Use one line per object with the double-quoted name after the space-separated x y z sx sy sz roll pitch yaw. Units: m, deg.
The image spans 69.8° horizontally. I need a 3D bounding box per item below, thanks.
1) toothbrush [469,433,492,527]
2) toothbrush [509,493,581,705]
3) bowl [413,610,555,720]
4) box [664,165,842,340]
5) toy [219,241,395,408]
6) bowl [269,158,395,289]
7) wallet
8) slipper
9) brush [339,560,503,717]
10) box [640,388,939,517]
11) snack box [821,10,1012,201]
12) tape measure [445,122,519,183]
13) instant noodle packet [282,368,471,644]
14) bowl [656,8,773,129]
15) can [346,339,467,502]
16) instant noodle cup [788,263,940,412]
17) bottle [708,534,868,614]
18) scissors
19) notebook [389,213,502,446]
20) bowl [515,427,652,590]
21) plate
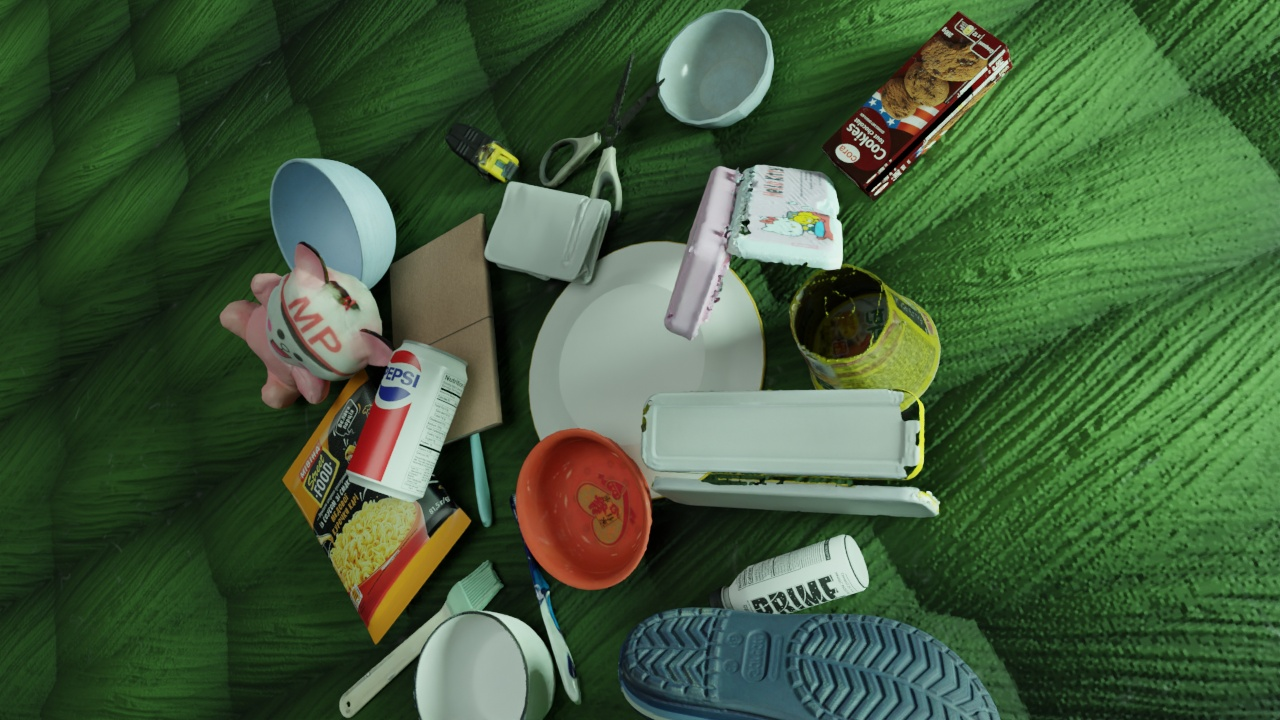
-0.157 0.068 0.856 0.017 0.016 0.180 -24 66 23 "toothbrush"
-0.079 0.197 0.779 0.017 0.016 0.189 -26 65 10 "toothbrush"
-0.121 0.264 0.755 0.116 0.065 0.116 -8 74 27 "bowl"
0.088 -0.085 0.682 0.103 0.201 0.101 17 118 0 "box"
-0.330 -0.031 0.909 0.214 0.084 0.142 -22 97 46 "toy"
-0.304 -0.139 0.944 0.151 0.074 0.151 19 123 32 "bowl"
-0.084 -0.116 0.845 0.116 0.032 0.086 20 89 31 "wallet"
0.109 0.233 0.624 0.253 0.104 0.095 7 122 17 "slipper"
-0.205 0.259 0.836 0.218 0.012 0.033 -43 61 15 "brush"
0.107 0.068 0.671 0.211 0.080 0.084 -2 77 28 "box"
0.212 -0.195 0.709 0.141 0.031 0.051 -44 60 12 "snack box"
-0.153 -0.200 0.896 0.067 0.062 0.038 35 95 31 "tape measure"
-0.263 0.134 0.885 0.160 0.032 0.221 -52 59 15 "instant noodle packet"
0.070 -0.246 0.798 0.106 0.039 0.106 -8 73 27 "bowl"
-0.206 0.054 0.817 0.070 0.070 0.132 12 78 31 "can"
0.153 -0.017 0.650 0.102 0.108 0.102 -8 72 25 "instant noodle cup"
0.105 0.164 0.670 0.116 0.041 0.041 -24 66 22 "bottle"
-0.036 -0.192 0.841 0.158 0.012 0.169 -6 85 38 "scissors"
-0.192 -0.022 0.888 0.142 0.008 0.209 -21 67 35 "notebook"
-0.038 0.117 0.749 0.131 0.045 0.130 2 95 31 "bowl"
-0.005 0.004 0.784 0.230 0.021 0.229 -8 73 27 "plate"
